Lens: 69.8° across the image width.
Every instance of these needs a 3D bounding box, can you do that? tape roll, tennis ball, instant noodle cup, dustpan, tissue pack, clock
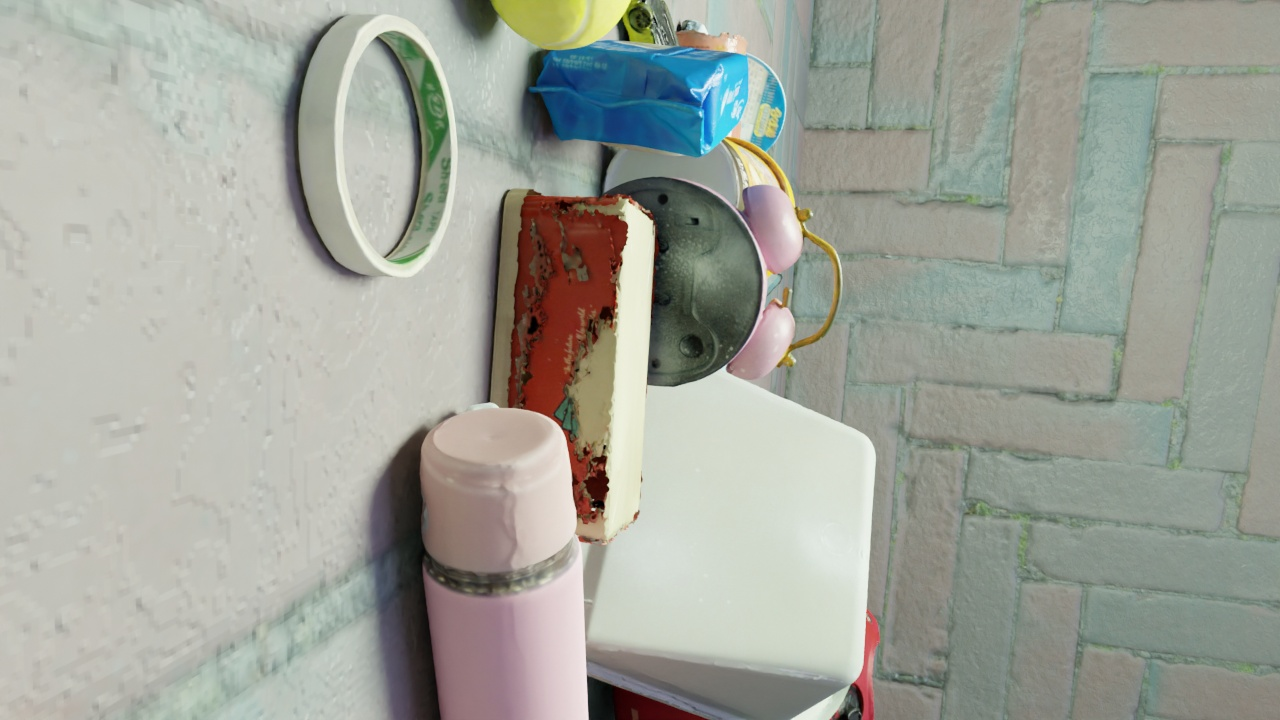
[{"bbox_3d":[-0.085,-0.071,0.310,0.085,0.014,0.086,5,89,-77],"label":"tape roll"},{"bbox_3d":[-0.034,-0.165,0.386,0.065,0.065,0.065,6,89,-77],"label":"tennis ball"},{"bbox_3d":[0.037,-0.104,0.629,0.114,0.119,0.118,-1,96,-69],"label":"instant noodle cup"},{"bbox_3d":[0.054,0.127,0.601,0.143,0.257,0.222,115,-10,-56],"label":"dustpan"},{"bbox_3d":[0.075,-0.210,0.812,0.110,0.099,0.099,-21,116,-84],"label":"instant noodle cup"},{"bbox_3d":[0.006,-0.146,0.508,0.156,0.095,0.052,-55,153,-65],"label":"tissue pack"},{"bbox_3d":[0.035,-0.046,0.528,0.059,0.159,0.117,-37,132,-69],"label":"clock"}]

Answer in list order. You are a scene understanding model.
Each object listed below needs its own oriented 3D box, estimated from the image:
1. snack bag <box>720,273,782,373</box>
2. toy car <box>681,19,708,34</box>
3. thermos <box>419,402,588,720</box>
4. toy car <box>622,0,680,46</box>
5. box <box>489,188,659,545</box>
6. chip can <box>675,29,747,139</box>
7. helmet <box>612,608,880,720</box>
[{"bbox_3d":[0.061,0.016,0.768,0.191,0.039,0.110,-61,169,-6],"label":"snack bag"},{"bbox_3d":[0.054,-0.268,0.818,0.090,0.034,0.043,30,69,-75],"label":"toy car"},{"bbox_3d":[-0.059,0.116,0.401,0.087,0.067,0.199,-132,-143,-63],"label":"thermos"},{"bbox_3d":[0.007,-0.217,0.631,0.048,0.032,0.105,-73,151,-42],"label":"toy car"},{"bbox_3d":[-0.025,0.003,0.463,0.091,0.077,0.168,-5,99,-77],"label":"box"},{"bbox_3d":[0.044,-0.144,0.726,0.071,0.071,0.215,-23,117,-76],"label":"chip can"},{"bbox_3d":[0.063,0.234,0.707,0.144,0.207,0.239,58,40,-32],"label":"helmet"}]
